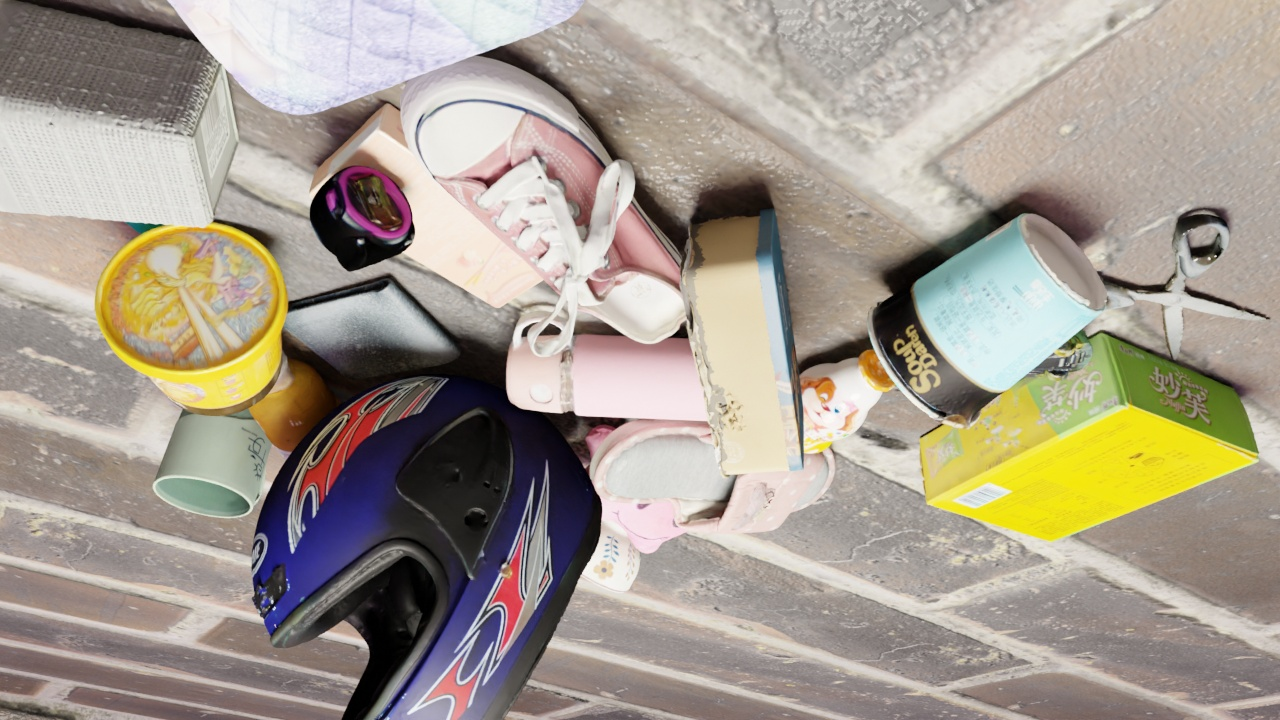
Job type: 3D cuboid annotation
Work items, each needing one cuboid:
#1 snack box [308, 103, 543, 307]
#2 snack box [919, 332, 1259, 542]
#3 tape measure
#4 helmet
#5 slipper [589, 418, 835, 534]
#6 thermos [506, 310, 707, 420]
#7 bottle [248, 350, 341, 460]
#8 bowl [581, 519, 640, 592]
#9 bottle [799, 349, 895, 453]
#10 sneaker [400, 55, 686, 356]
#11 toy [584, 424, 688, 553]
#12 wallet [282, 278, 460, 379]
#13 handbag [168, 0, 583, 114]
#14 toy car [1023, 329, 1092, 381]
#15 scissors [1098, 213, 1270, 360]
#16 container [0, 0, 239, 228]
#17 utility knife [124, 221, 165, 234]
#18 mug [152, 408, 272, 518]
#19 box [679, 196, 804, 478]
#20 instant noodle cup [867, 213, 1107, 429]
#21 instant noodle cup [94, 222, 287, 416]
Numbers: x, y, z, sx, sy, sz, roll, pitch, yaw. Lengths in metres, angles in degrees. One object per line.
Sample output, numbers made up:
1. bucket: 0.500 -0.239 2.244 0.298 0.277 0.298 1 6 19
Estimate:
1. snack box: -0.128 -0.096 0.609 0.085 0.026 0.157 -26 136 37
2. snack box: 0.367 0.075 0.777 0.157 0.069 0.211 18 144 -21
3. tape measure: -0.165 -0.087 0.548 0.039 0.056 0.058 -32 91 35
4. helmet: -0.187 0.154 0.740 0.240 0.314 0.248 33 141 -8
5. slipper: 0.078 0.104 0.800 0.274 0.054 0.114 13 121 -38
6. thermos: -0.004 0.004 0.720 0.198 0.067 0.087 4 121 2
7. bottle: -0.298 0.054 0.815 0.068 0.067 0.190 1 146 5
8. bowl: -0.044 0.189 0.981 0.113 0.113 0.062 30 96 -33
9. bottle: 0.155 0.031 0.739 0.063 0.063 0.109 20 143 -23
10. sneaker: -0.044 -0.077 0.551 0.118 0.087 0.241 -32 131 18
11. toy: 0.011 0.117 0.873 0.179 0.074 0.194 -33 131 26
12. wallet: -0.220 -0.023 0.739 0.121 0.019 0.097 -11 142 23
13. handbag: -0.124 -0.199 0.412 0.194 0.075 0.134 -11 139 20
14. toy car: 0.288 -0.007 0.690 0.091 0.036 0.043 -5 147 11
15. scissors: 0.372 -0.044 0.648 0.159 0.014 0.181 -5 147 13
16. container: -0.298 -0.133 0.517 0.114 0.090 0.090 7 147 -10
17. utility knife: -0.369 -0.137 0.583 0.029 0.013 0.196 -6 148 16
18. mug: -0.372 0.083 0.832 0.082 0.106 0.112 -3 146 10
19. box: 0.071 -0.014 0.615 0.064 0.089 0.184 -4 123 12
20. instant noodle cup: 0.234 -0.030 0.609 0.111 0.111 0.121 23 135 -26
21. instant noodle cup: -0.315 -0.022 0.668 0.118 0.118 0.115 10 154 -10
